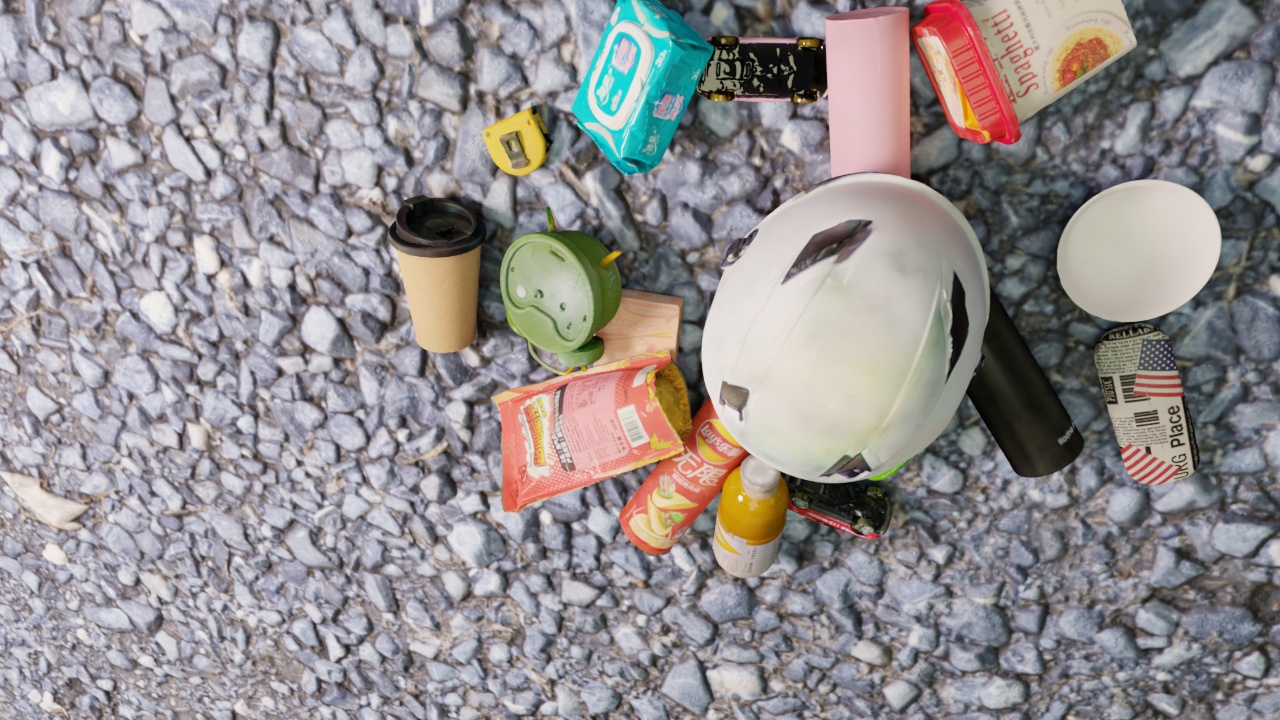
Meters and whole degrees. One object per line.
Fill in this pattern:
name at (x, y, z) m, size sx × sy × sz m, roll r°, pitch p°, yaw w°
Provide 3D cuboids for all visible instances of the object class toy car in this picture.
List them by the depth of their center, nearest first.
toy car at (0.103, -0.247, 0.778) m, size 0.122 × 0.037 × 0.056 m, roll 2°, pitch 114°, yaw 0°
toy car at (0.195, 0.143, 0.933) m, size 0.120 × 0.052 × 0.045 m, roll 21°, pitch 145°, yaw 11°

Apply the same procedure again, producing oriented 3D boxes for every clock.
clock at (-0.078, -0.056, 0.887) m, size 0.116 × 0.056 × 0.162 m, roll 34°, pitch 127°, yaw 23°

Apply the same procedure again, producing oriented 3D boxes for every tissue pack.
tissue pack at (-0.003, -0.235, 0.781) m, size 0.093 × 0.050 × 0.134 m, roll 49°, pitch 126°, yaw 34°

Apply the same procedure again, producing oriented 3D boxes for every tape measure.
tape measure at (-0.114, -0.202, 0.858) m, size 0.060 × 0.028 × 0.057 m, roll -18°, pitch 110°, yaw 22°

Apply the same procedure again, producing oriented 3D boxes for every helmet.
helmet at (0.155, -0.007, 0.726) m, size 0.229 × 0.145 × 0.259 m, roll 30°, pitch 124°, yaw 0°

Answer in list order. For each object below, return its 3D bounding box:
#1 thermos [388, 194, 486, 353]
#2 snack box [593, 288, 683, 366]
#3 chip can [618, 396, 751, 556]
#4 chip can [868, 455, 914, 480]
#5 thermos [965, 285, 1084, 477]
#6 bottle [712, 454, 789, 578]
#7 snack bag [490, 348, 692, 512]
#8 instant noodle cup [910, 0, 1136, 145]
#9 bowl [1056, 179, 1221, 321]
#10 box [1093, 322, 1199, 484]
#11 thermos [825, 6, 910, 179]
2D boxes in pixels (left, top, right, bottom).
thermos at (-0.197, -0.083, 0.909) m, size 0.093 × 0.092 × 0.143 m, roll 11°, pitch 126°, yaw 9°
snack box at (-0.006, 0.005, 0.931) m, size 0.084 × 0.026 × 0.157 m, roll 10°, pitch 117°, yaw 11°
chip can at (0.057, 0.109, 0.934) m, size 0.073 × 0.073 × 0.217 m, roll 32°, pitch 123°, yaw -2°
chip can at (0.172, 0.020, 0.867) m, size 0.221 × 0.072 × 0.073 m, roll 45°, pitch 117°, yaw -8°
thermos at (0.300, -0.001, 0.819) m, size 0.242 × 0.089 × 0.069 m, roll 53°, pitch 158°, yaw -13°
bottle at (0.110, 0.154, 0.910) m, size 0.068 × 0.067 × 0.190 m, roll 12°, pitch 146°, yaw 9°
snack bag at (-0.055, 0.066, 0.908) m, size 0.208 × 0.073 × 0.128 m, roll -20°, pitch 66°, yaw 23°
instant noodle cup at (0.289, -0.241, 0.696) m, size 0.124 × 0.116 × 0.116 m, roll -28°, pitch 106°, yaw 12°
bowl at (0.402, -0.098, 0.756) m, size 0.118 × 0.064 × 0.118 m, roll 6°, pitch 116°, yaw 12°
box at (0.456, 0.040, 0.827) m, size 0.068 × 0.051 × 0.164 m, roll -19°, pitch 111°, yaw 11°
thermos at (0.189, -0.182, 0.757) m, size 0.067 × 0.087 × 0.199 m, roll -2°, pitch 115°, yaw 10°
